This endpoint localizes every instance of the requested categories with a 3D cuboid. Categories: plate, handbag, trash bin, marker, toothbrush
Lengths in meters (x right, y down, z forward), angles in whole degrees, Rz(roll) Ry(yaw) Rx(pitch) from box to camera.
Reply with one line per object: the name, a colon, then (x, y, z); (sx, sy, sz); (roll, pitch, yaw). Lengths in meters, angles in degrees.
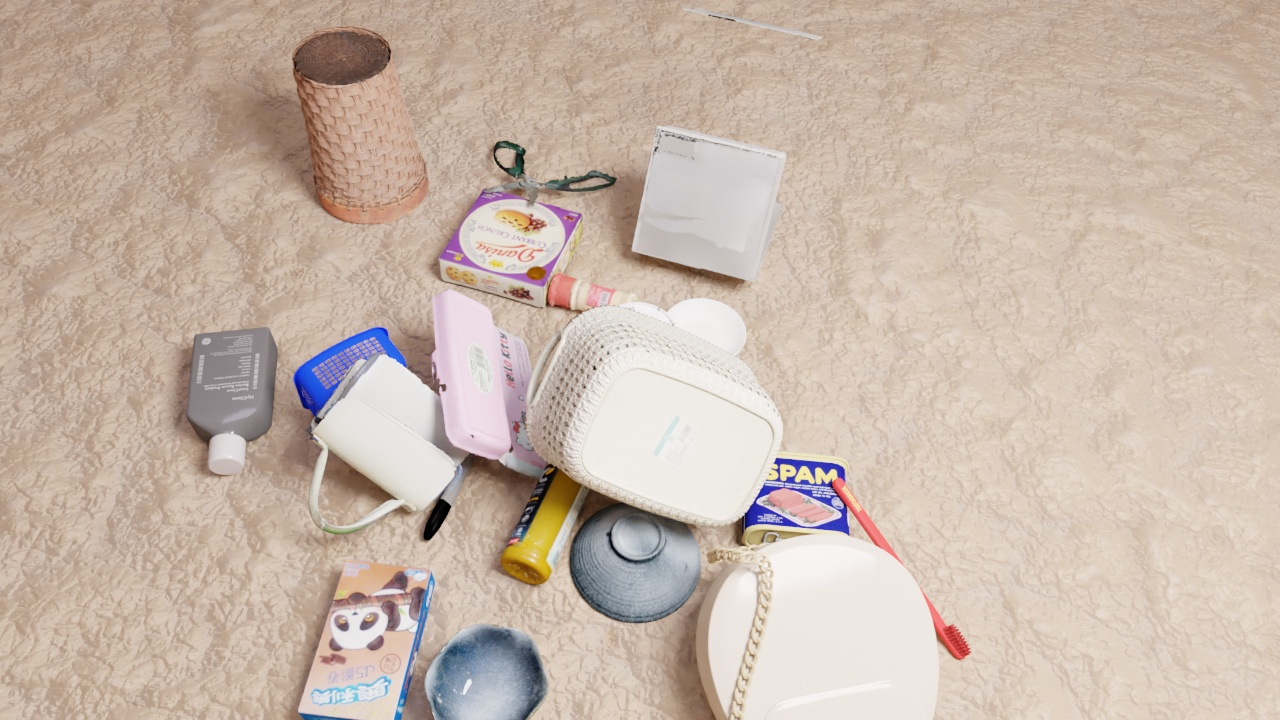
plate: (0.077, -0.030, 1.129); (0.104, 0.026, 0.104); (2, 52, -3)
handbag: (0.161, 0.264, 0.833); (0.210, 0.103, 0.208); (-7, 75, -10)
trash bin: (-0.363, -0.303, 1.194); (0.151, 0.211, 0.151); (2, 53, -3)
marker: (-0.201, 0.132, 0.986); (0.016, 0.022, 0.138); (13, 53, 12)
toothbrush: (0.263, 0.206, 0.926); (0.012, 0.018, 0.212); (-24, 74, -37)
handbag: (-0.267, 0.099, 0.934); (0.151, 0.074, 0.175); (43, 65, -20)

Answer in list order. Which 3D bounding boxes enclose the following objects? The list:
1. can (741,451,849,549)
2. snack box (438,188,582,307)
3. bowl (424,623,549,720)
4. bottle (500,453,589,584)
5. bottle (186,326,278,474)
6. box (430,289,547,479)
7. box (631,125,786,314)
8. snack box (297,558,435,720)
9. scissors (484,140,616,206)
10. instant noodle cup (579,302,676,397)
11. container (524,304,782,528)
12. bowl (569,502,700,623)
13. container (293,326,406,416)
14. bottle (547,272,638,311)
can: (0.163, 0.152, 0.975); (0.116, 0.057, 0.092); (5, 53, 0)
snack box: (-0.166, -0.148, 1.195); (0.143, 0.041, 0.147); (16, 52, 8)
bowl: (-0.138, 0.302, 0.837); (0.110, 0.055, 0.110); (2, 51, -2)
bottle: (-0.086, 0.142, 0.966); (0.053, 0.053, 0.185); (18, 53, 10)
bottle: (-0.454, 0.045, 1.020); (0.083, 0.046, 0.173); (-7, 53, -9)
box: (-0.160, 0.025, 1.004); (0.152, 0.038, 0.201); (26, 38, -43)
box: (0.108, -0.189, 1.307); (0.167, 0.422, 0.173); (16, 88, 8)
snack box: (-0.255, 0.267, 0.869); (0.087, 0.034, 0.151); (7, 52, 1)
scissors: (-0.150, -0.267, 1.286); (0.201, 0.015, 0.202); (-17, 45, -36)
instant noodle cup: (-0.006, 0.006, 1.034); (0.123, 0.122, 0.123); (2, 52, -3)
container: (0.019, 0.062, 0.912); (0.246, 0.184, 0.143); (22, 7, -20)
bowl: (-0.004, 0.190, 0.932); (0.137, 0.057, 0.136); (2, 52, -3)
container: (-0.314, 0.027, 1.015); (0.114, 0.096, 0.058); (-32, 66, -25)
bottle: (-0.059, -0.077, 1.146); (0.109, 0.044, 0.044); (16, 53, 8)
